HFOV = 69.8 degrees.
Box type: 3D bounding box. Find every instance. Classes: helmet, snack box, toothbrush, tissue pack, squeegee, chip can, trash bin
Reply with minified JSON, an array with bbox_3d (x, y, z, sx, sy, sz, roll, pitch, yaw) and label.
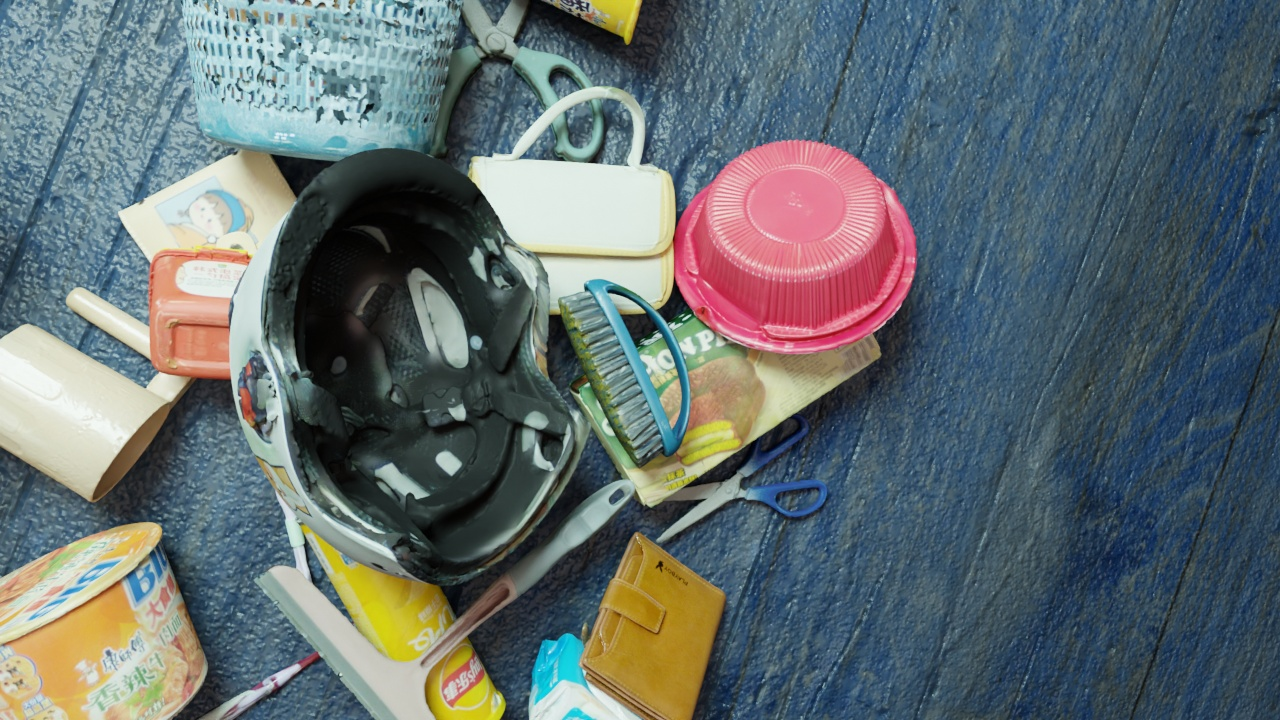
[{"bbox_3d":[-0.171,0.012,0.613,0.229,0.157,0.274,-39,112,-47],"label":"helmet"},{"bbox_3d":[-0.297,-0.032,0.643,0.091,0.080,0.082,4,121,-22],"label":"snack box"},{"bbox_3d":[-0.278,0.088,0.702,0.021,0.029,0.189,-16,98,-53],"label":"toothbrush"},{"bbox_3d":[-0.029,0.288,0.737,0.140,0.090,0.063,41,98,-12],"label":"tissue pack"},{"bbox_3d":[-0.099,0.172,0.683,0.249,0.040,0.247,-40,94,-20],"label":"squeegee"},{"bbox_3d":[-0.183,0.195,0.705,0.072,0.072,0.213,-28,99,-11],"label":"chip can"},{"bbox_3d":[-0.211,-0.237,0.611,0.226,0.226,0.195,4,106,-14],"label":"trash bin"},{"bbox_3d":[0.071,0.008,0.759,0.240,0.063,0.114,-33,100,-10],"label":"snack box"},{"bbox_3d":[-0.292,0.256,0.709,0.187,0.017,0.016,-32,100,-11],"label":"toothbrush"}]

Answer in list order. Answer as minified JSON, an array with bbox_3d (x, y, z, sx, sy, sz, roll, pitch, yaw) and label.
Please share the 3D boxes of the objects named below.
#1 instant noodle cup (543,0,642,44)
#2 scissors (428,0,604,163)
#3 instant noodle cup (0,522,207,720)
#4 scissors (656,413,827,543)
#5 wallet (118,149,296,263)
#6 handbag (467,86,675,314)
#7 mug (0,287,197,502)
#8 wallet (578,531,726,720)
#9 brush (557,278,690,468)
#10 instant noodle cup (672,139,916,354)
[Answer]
[{"bbox_3d":[-0.040,-0.319,0.679,0.110,0.138,0.138,16,90,-5],"label":"instant noodle cup"},{"bbox_3d":[-0.120,-0.204,0.721,0.179,0.019,0.170,-37,103,-8],"label":"scissors"},{"bbox_3d":[-0.378,0.197,0.624,0.151,0.151,0.111,-23,107,-12],"label":"instant noodle cup"},{"bbox_3d":[0.090,0.112,0.794,0.157,0.012,0.165,37,82,-15],"label":"scissors"},{"bbox_3d":[-0.308,-0.098,0.679,0.115,0.024,0.087,-30,99,-7],"label":"wallet"},{"bbox_3d":[-0.053,-0.123,0.712,0.163,0.063,0.179,1,99,-15],"label":"handbag"},{"bbox_3d":[-0.390,0.020,0.644,0.103,0.084,0.124,35,61,-12],"label":"mug"},{"bbox_3d":[0.007,0.215,0.740,0.119,0.035,0.130,40,44,-14],"label":"wallet"},{"bbox_3d":[-0.004,0.004,0.680,0.073,0.055,0.144,-26,94,-10],"label":"brush"},{"bbox_3d":[0.119,-0.102,0.710,0.194,0.066,0.193,-3,59,5],"label":"instant noodle cup"}]
